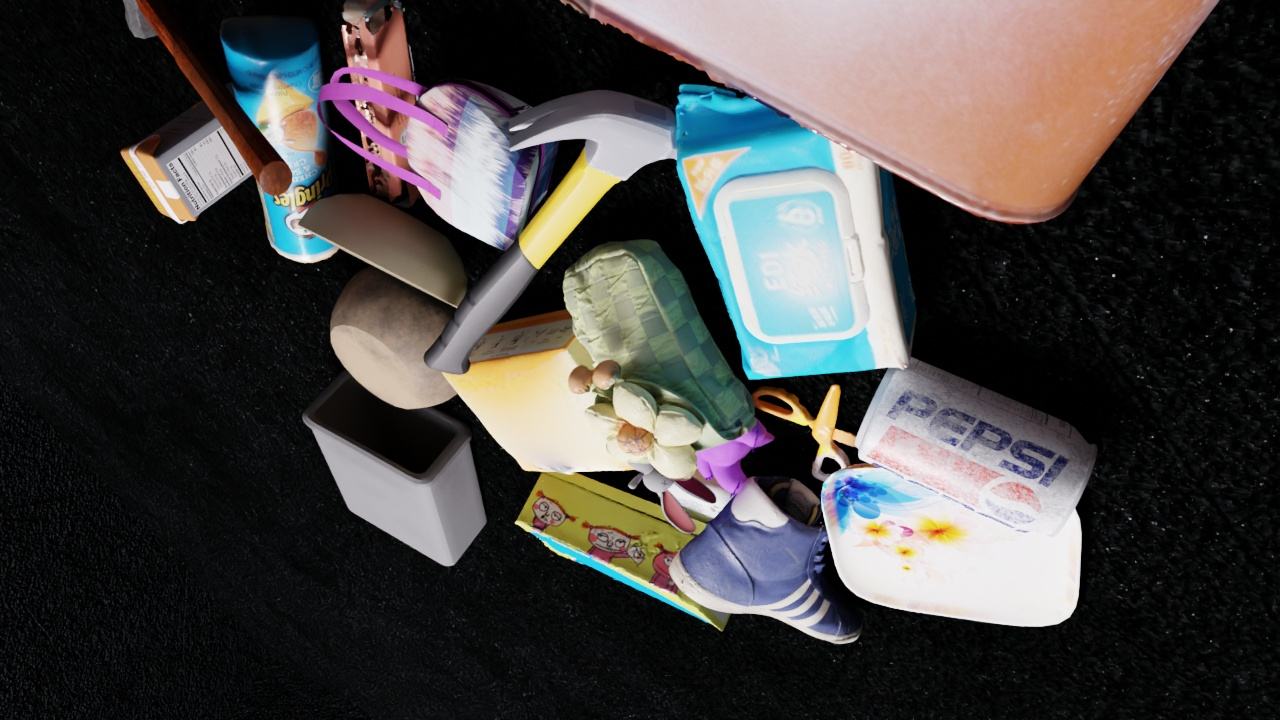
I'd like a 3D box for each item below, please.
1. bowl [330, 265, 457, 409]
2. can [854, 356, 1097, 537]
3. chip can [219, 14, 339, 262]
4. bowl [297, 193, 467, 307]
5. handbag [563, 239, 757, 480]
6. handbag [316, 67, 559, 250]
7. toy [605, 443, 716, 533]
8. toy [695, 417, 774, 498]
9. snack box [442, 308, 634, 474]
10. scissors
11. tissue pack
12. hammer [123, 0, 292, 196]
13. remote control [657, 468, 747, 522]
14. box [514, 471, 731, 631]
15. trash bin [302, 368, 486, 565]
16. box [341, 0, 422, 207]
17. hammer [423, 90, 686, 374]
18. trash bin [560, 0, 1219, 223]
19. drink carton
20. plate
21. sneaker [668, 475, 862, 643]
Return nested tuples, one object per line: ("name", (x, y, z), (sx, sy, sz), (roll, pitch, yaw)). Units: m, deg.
("bowl", (-0.251, -0.015, 0.950), (0.162, 0.070, 0.162), (24, 144, 19))
("can", (0.219, 0.057, 0.609), (0.136, 0.078, 0.078), (25, 144, 17))
("chip can", (-0.299, -0.187, 0.785), (0.080, 0.079, 0.230), (30, 145, 10))
("bowl", (-0.215, -0.103, 0.799), (0.152, 0.050, 0.152), (27, 177, 1))
("handbag", (-0.004, 0.004, 0.695), (0.113, 0.116, 0.186), (-22, 99, 43))
("handbag", (-0.151, -0.158, 0.665), (0.170, 0.067, 0.145), (24, 146, -1))
("toy", (0.016, 0.098, 0.779), (0.111, 0.049, 0.030), (45, 163, -22))
("toy", (0.065, 0.055, 0.763), (0.088, 0.055, 0.106), (34, 130, 23))
("snack box", (-0.077, 0.037, 0.848), (0.196, 0.080, 0.145), (-8, 127, 46))
("scissors", (0.145, 0.058, 0.736), (0.125, 0.011, 0.130), (21, 145, 25))
("tissue pack", (0.098, -0.077, 0.557), (0.117, 0.065, 0.209), (-3, 129, 23))
("hammer", (-0.351, -0.233, 0.720), (0.300, 0.028, 0.111), (49, 151, 24))
("remote control", (0.067, 0.131, 0.877), (0.114, 0.028, 0.060), (1, 134, 41))
("box", (-0.007, 0.188, 0.943), (0.221, 0.082, 0.124), (20, 161, 28))
("trash bin", (-0.300, 0.139, 1.157), (0.192, 0.097, 0.220), (25, 146, 17))
("box", (-0.203, -0.200, 0.715), (0.057, 0.060, 0.187), (58, 156, 30))
("hammer", (-0.082, -0.074, 0.661), (0.127, 0.029, 0.325), (16, 143, -29))
("trash bin", (0.093, -0.200, 0.329), (0.260, 0.181, 0.158), (32, 144, 9))
("drink carton", (-0.382, -0.187, 0.813), (0.048, 0.124, 0.076), (14, 140, 30))
("plate", (0.243, 0.143, 0.722), (0.187, 0.016, 0.187), (2, 134, 25))
("sneaker", (0.146, 0.170, 0.825), (0.233, 0.118, 0.091), (23, -162, -32))
